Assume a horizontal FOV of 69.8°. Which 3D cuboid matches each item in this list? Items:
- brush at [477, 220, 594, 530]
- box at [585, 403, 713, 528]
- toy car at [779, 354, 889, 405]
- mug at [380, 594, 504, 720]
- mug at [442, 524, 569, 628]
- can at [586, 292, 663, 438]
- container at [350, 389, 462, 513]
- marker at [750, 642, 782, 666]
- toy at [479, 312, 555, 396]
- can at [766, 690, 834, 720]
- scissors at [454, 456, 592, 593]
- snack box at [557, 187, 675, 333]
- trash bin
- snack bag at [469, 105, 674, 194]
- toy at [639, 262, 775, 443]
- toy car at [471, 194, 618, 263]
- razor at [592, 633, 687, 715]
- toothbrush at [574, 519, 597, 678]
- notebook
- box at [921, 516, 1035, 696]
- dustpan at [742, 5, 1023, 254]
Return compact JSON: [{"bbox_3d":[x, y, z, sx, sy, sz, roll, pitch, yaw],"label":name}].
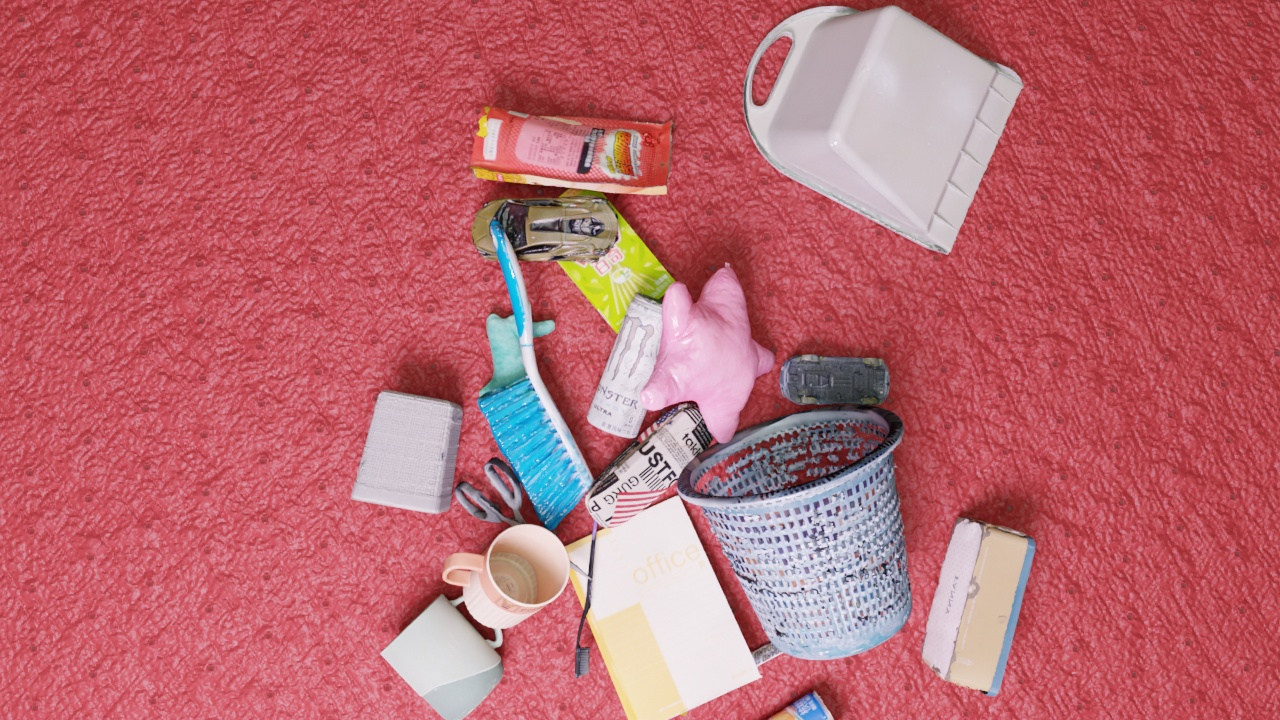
[{"bbox_3d":[-0.124,0.019,0.955,0.109,0.060,0.314,-28,102,-9],"label":"brush"},{"bbox_3d":[0.012,0.114,0.970,0.164,0.070,0.055,-45,54,-5],"label":"box"},{"bbox_3d":[0.211,0.022,0.995,0.120,0.037,0.054,2,86,-11],"label":"toy car"},{"bbox_3d":[-0.192,0.301,0.956,0.106,0.082,0.111,46,63,2],"label":"mug"},{"bbox_3d":[-0.143,0.218,0.926,0.114,0.106,0.081,13,57,-20],"label":"mug"},{"bbox_3d":[-0.006,0.006,0.967,0.058,0.058,0.147,21,99,0],"label":"can"},{"bbox_3d":[-0.238,0.094,0.958,0.090,0.090,0.114,10,84,-1],"label":"container"},{"bbox_3d":[0.150,0.308,0.989,0.146,0.017,0.017,-27,88,-2],"label":"marker"},{"bbox_3d":[-0.135,-0.010,0.992,0.096,0.030,0.092,-13,91,-5],"label":"toy"},{"bbox_3d":[0.142,0.406,0.966,0.134,0.053,0.053,-31,88,-2],"label":"can"},{"bbox_3d":[-0.126,0.172,0.964,0.178,0.014,0.160,17,129,23],"label":"scissors"},{"bbox_3d":[-0.042,-0.115,1.001,0.085,0.026,0.156,-39,88,-3],"label":"snack box"},{"bbox_3d":[0.171,0.175,0.912,0.226,0.226,0.195,-19,101,-2],"label":"trash bin"},{"bbox_3d":[-0.070,-0.224,0.976,0.208,0.073,0.128,7,46,1],"label":"snack bag"},{"bbox_3d":[0.078,-0.012,0.939,0.075,0.194,0.178,8,79,42],"label":"toy"},{"bbox_3d":[-0.102,-0.138,0.968,0.158,0.042,0.070,-2,87,4],"label":"toy car"},{"bbox_3d":[0.007,0.330,0.982,0.043,0.028,0.132,-40,90,-6],"label":"razor"},{"bbox_3d":[-0.052,0.237,0.969,0.017,0.014,0.188,6,75,-1],"label":"toothbrush"},{"bbox_3d":[0.018,0.265,0.969,0.146,0.010,0.206,-24,74,-2],"label":"notebook"},{"bbox_3d":[0.349,0.259,0.960,0.060,0.090,0.184,14,89,-2],"label":"box"},{"bbox_3d":[0.254,-0.275,1.023,0.257,0.143,0.222,26,87,-29],"label":"dustpan"}]
